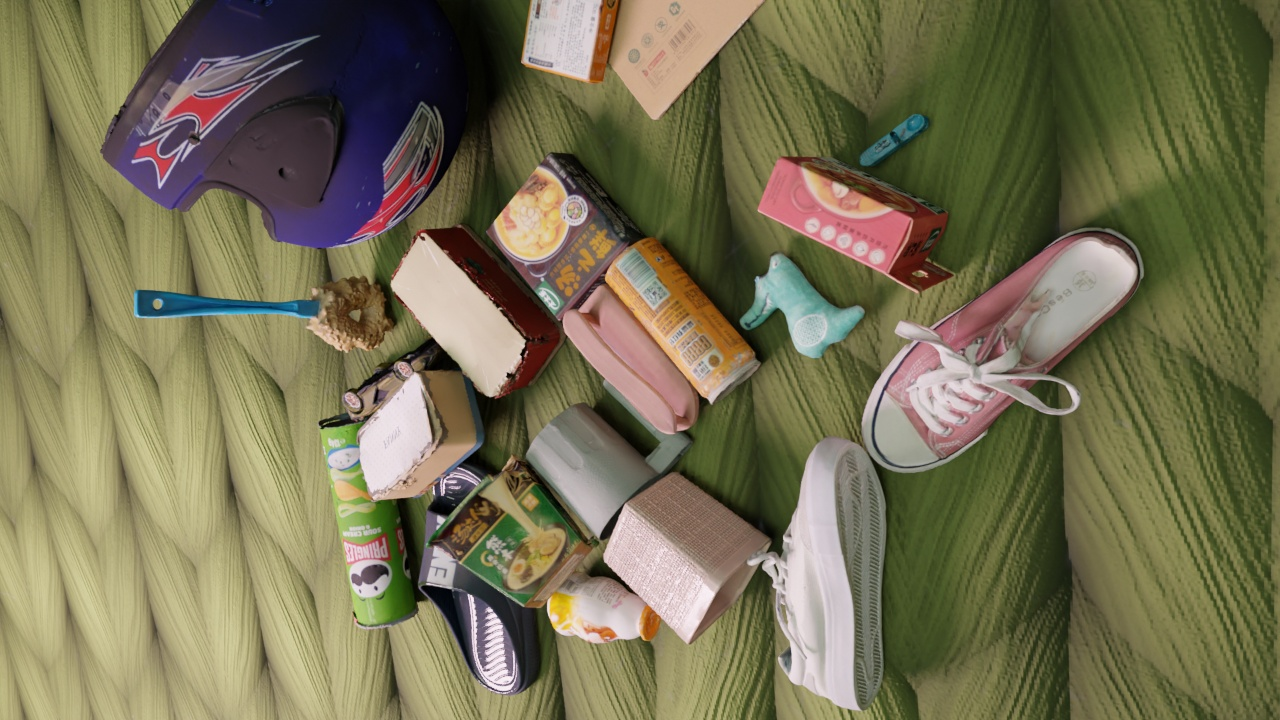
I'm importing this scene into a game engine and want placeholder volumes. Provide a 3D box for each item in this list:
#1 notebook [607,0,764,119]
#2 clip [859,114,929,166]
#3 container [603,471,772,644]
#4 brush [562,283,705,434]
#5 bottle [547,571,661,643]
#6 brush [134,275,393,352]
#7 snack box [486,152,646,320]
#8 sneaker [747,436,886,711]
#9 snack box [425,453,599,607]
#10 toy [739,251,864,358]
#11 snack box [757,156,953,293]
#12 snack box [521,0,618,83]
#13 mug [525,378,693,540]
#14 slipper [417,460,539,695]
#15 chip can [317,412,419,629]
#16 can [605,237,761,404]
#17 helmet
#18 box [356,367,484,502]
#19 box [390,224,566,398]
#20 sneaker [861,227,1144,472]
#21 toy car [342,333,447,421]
[{"bbox_3d":[-0.001,-0.329,0.765,0.148,0.008,0.207,-43,78,31],"label":"notebook"},{"bbox_3d":[0.189,-0.163,0.683,0.057,0.043,0.014,-34,84,29],"label":"clip"},{"bbox_3d":[0.037,0.169,0.808,0.111,0.090,0.090,37,127,22],"label":"container"},{"bbox_3d":[-0.005,0.005,0.808,0.145,0.072,0.063,49,120,10],"label":"brush"},{"bbox_3d":[-0.035,0.242,0.886,0.109,0.063,0.063,4,103,31],"label":"bottle"},{"bbox_3d":[-0.365,-0.050,0.916,0.046,0.254,0.083,3,92,48],"label":"brush"},{"bbox_3d":[-0.072,-0.105,0.840,0.113,0.053,0.126,50,116,12],"label":"snack box"},{"bbox_3d":[0.144,0.169,0.751,0.091,0.089,0.242,8,115,36],"label":"sneaker"},{"bbox_3d":[-0.113,0.170,0.859,0.105,0.118,0.117,40,82,16],"label":"snack box"},{"bbox_3d":[0.124,-0.042,0.746,0.092,0.030,0.097,55,129,14],"label":"toy"},{"bbox_3d":[0.165,-0.102,0.656,0.127,0.113,0.044,31,114,21],"label":"snack box"},{"bbox_3d":[-0.054,-0.320,0.777,0.075,0.026,0.154,23,113,25],"label":"snack box"},{"bbox_3d":[-0.029,0.086,0.846,0.103,0.083,0.124,42,92,17],"label":"mug"},{"bbox_3d":[-0.173,0.238,0.960,0.111,0.083,0.268,-4,101,30],"label":"slipper"},{"bbox_3d":[-0.305,0.177,1.030,0.072,0.072,0.236,-4,99,32],"label":"chip can"},{"bbox_3d":[0.035,-0.035,0.782,0.146,0.058,0.058,50,121,12],"label":"can"},{"bbox_3d":[-0.298,-0.219,0.829,0.316,0.246,0.240,-37,117,26],"label":"helmet"},{"bbox_3d":[-0.223,0.074,0.924,0.185,0.059,0.089,-34,65,43],"label":"box"},{"bbox_3d":[-0.165,-0.047,0.887,0.168,0.080,0.091,46,120,15],"label":"box"},{"bbox_3d":[0.241,0.002,0.648,0.118,0.087,0.242,50,124,12],"label":"sneaker"},{"bbox_3d":[-0.251,0.016,0.960,0.159,0.070,0.042,-29,105,34],"label":"toy car"}]
